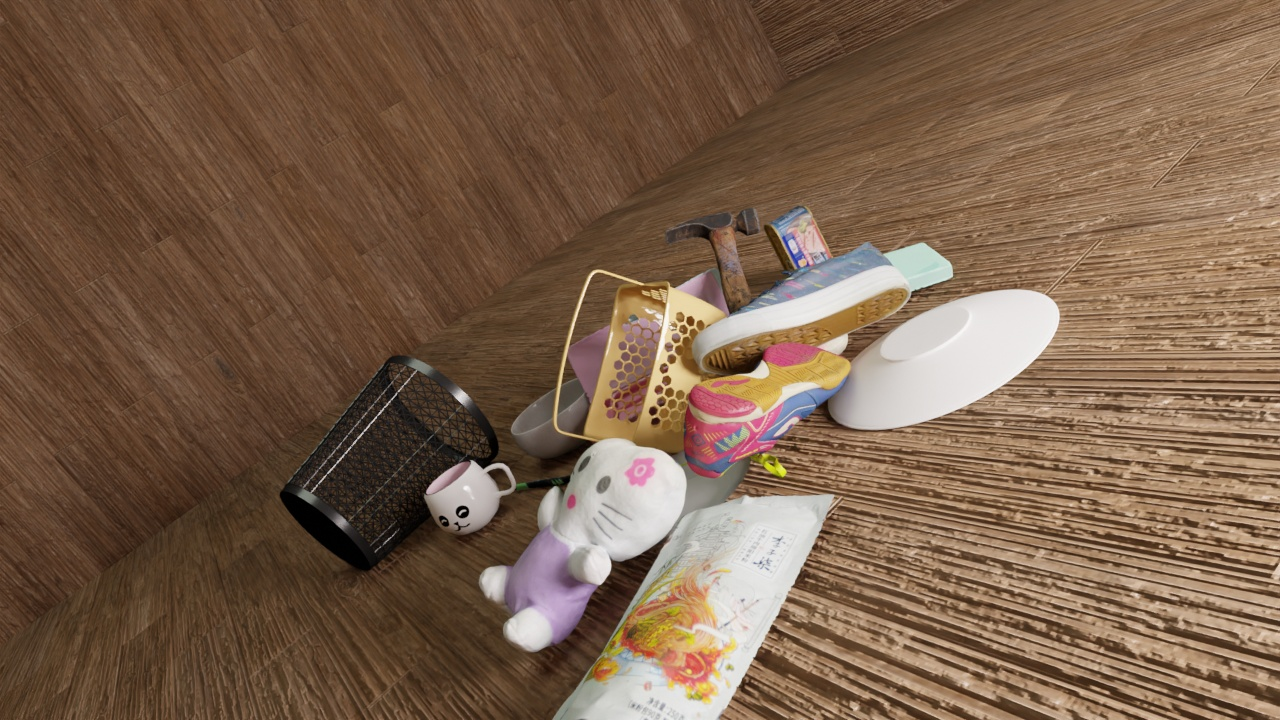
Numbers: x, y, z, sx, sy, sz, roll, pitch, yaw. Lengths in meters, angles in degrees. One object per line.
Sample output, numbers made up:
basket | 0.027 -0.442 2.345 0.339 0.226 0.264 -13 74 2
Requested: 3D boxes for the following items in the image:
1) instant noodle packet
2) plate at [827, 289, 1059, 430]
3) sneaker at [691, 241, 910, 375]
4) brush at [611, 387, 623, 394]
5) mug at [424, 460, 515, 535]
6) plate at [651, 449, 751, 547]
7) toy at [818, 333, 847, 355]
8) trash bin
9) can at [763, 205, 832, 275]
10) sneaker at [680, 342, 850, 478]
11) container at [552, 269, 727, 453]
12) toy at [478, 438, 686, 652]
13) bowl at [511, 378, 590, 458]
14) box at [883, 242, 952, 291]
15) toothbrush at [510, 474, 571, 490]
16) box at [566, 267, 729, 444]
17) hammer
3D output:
instant noodle packet | 0.039 0.185 0.689 0.147 0.057 0.268 -10 25 36
plate | 0.278 -0.015 0.879 0.229 0.030 0.229 -30 16 9
sneaker | 0.160 -0.056 0.968 0.235 0.087 0.079 -20 60 -1
brush | 0.038 -0.019 1.330 0.272 0.062 0.077 -27 32 6
mug | -0.212 0.172 1.174 0.124 0.076 0.090 -27 16 18
plate | 0.038 0.137 0.905 0.173 0.019 0.172 -30 16 9
toy | 0.194 -0.017 1.027 0.087 0.050 0.112 -13 30 49
trash bin | -0.365 0.154 1.316 0.217 0.217 0.242 -12 32 52
can | 0.226 -0.165 1.310 0.059 0.100 0.054 -31 17 -4
sneaker | 0.118 0.045 0.878 0.116 0.091 0.241 21 26 35
container | -0.006 0.006 1.010 0.129 0.167 0.183 4 80 65
toy | -0.046 0.161 0.819 0.209 0.085 0.138 -49 27 -4
bowl | -0.105 0.086 1.251 0.132 0.064 0.131 -30 16 9
box | 0.249 -0.091 1.073 0.187 0.056 0.138 -17 17 -9
toothbrush | -0.111 0.154 1.153 0.188 0.014 0.017 -16 30 46
box | 0.031 0.007 1.154 0.233 0.075 0.172 -27 53 13
hammer | 0.109 -0.063 1.080 0.120 0.033 0.329 -12 46 3
